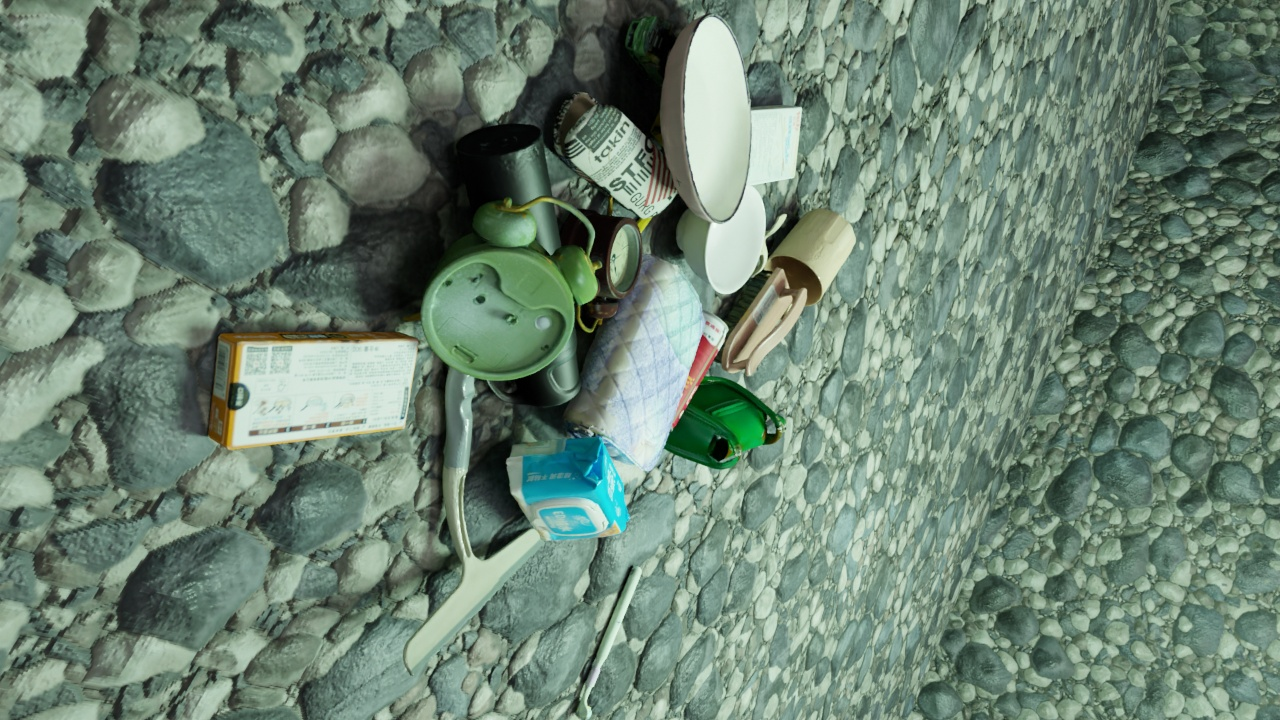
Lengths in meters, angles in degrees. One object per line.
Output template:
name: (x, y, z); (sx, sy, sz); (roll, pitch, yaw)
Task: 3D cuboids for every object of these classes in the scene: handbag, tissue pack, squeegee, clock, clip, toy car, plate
handbag: (-0.005, 0.005, 0.918); (0.193, 0.076, 0.134); (-69, 154, -19)
tissue pack: (-0.066, 0.125, 0.867); (0.140, 0.090, 0.063); (72, 14, -57)
squeegee: (-0.156, 0.099, 0.803); (0.245, 0.039, 0.247); (-38, 130, -65)
handbag: (0.093, 0.072, 1.069); (0.131, 0.120, 0.068); (-14, 122, -53)
clock: (-0.040, -0.086, 0.848); (0.082, 0.055, 0.121); (45, 58, -63)
clock: (-0.101, -0.058, 0.714); (0.116, 0.056, 0.161); (34, 113, -28)
clip: (0.134, -0.141, 1.101); (0.034, 0.060, 0.097); (-27, 138, -45)
toy car: (0.016, -0.288, 0.863); (0.091, 0.036, 0.043); (25, 82, -64)
plate: (0.060, -0.226, 0.873); (0.192, 0.039, 0.192); (3, 90, -66)

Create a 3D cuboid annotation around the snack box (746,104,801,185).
snack box: (0.134, -0.247, 1.056); (0.156, 0.027, 0.085); (-22, 122, -49)

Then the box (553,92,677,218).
box: (-0.029, -0.188, 0.850); (0.075, 0.077, 0.163); (-53, 149, 7)

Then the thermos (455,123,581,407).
thermos: (-0.106, -0.069, 0.774); (0.089, 0.068, 0.243); (-22, 126, -22)

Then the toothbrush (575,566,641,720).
toothbrush: (-0.037, 0.338, 1.103); (0.020, 0.029, 0.189); (23, 83, -15)

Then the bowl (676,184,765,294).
bowl: (0.078, -0.137, 0.997); (0.118, 0.065, 0.118); (-29, 128, -46)

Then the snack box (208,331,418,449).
snack box: (-0.232, 0.018, 0.668); (0.153, 0.026, 0.075); (-3, 109, -54)

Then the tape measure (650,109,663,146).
tape measure: (0.041, -0.237, 0.930); (0.060, 0.029, 0.057); (36, 75, -55)

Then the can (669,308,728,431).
can: (0.044, 0.009, 1.011); (0.132, 0.053, 0.053); (-59, 144, -15)

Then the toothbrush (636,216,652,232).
toothbrush: (0.004, -0.137, 0.934); (0.189, 0.017, 0.016); (-53, 143, -25)

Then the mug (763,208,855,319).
mug: (0.217, -0.123, 1.198); (0.103, 0.084, 0.125); (-51, 165, -30)

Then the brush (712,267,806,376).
brush: (0.144, -0.043, 1.128); (0.145, 0.073, 0.063); (-54, 143, -22)
